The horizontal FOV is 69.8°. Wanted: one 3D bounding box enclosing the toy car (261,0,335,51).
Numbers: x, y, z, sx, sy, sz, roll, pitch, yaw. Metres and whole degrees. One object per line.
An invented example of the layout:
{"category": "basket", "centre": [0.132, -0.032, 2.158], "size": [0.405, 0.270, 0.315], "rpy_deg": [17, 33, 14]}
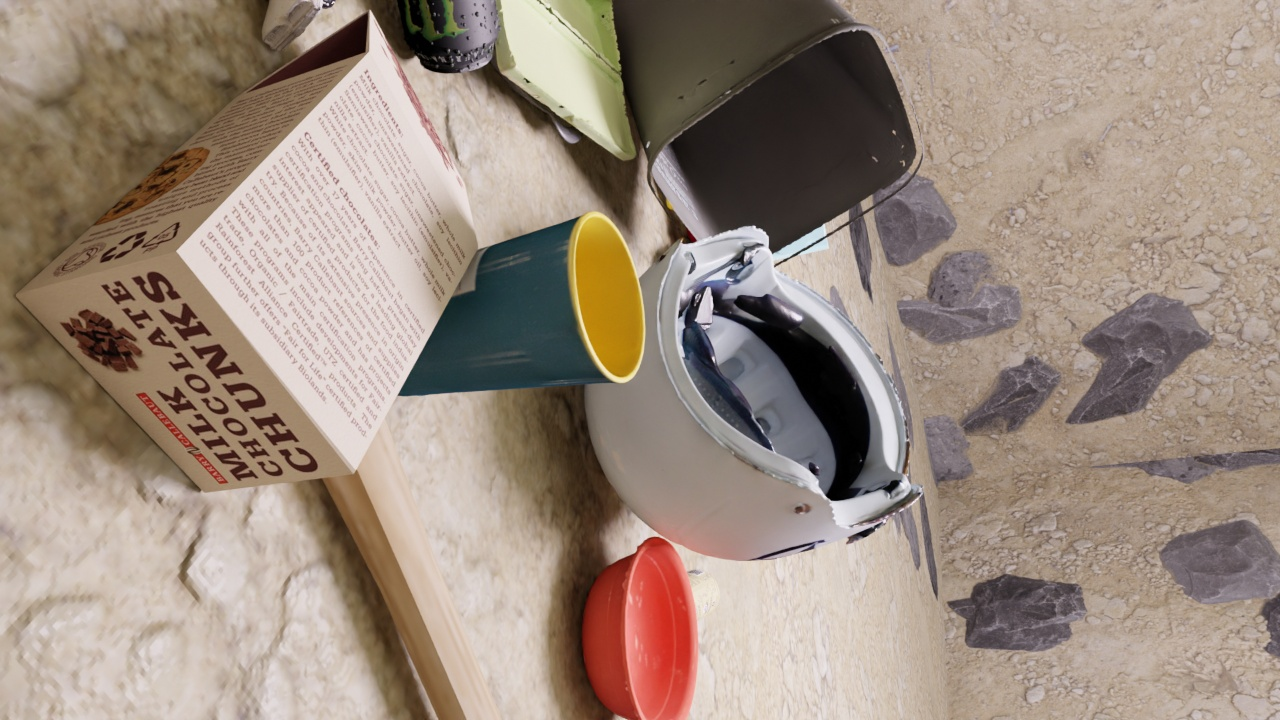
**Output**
{"category": "toy car", "centre": [-0.154, -0.196, 0.412], "size": [0.039, 0.039, 0.113], "rpy_deg": [26, 56, -39]}

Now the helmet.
{"category": "helmet", "centre": [0.070, 0.040, 0.666], "size": [0.263, 0.164, 0.236], "rpy_deg": [-10, 66, -52]}

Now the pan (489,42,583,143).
{"category": "pan", "centre": [-0.103, -0.316, 0.600], "size": [0.215, 0.024, 0.355], "rpy_deg": [-56, 134, -60]}

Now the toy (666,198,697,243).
{"category": "toy", "centre": [0.069, -0.129, 0.896], "size": [0.105, 0.067, 0.137], "rpy_deg": [-124, -168, -55]}

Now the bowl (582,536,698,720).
{"category": "bowl", "centre": [-0.004, 0.185, 0.616], "size": [0.130, 0.045, 0.130], "rpy_deg": [-9, 90, -68]}

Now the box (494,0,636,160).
{"category": "box", "centre": [-0.054, -0.220, 0.614], "size": [0.187, 0.024, 0.137], "rpy_deg": [8, 68, -68]}

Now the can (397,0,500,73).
{"category": "can", "centre": [-0.105, -0.221, 0.470], "size": [0.053, 0.054, 0.138], "rpy_deg": [-75, 168, -46]}

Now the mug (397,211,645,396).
{"category": "mug", "centre": [-0.068, -0.020, 0.434], "size": [0.078, 0.121, 0.078], "rpy_deg": [-8, 90, -69]}

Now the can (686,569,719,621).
{"category": "can", "centre": [0.032, 0.188, 0.716], "size": [0.079, 0.038, 0.038], "rpy_deg": [8, 74, -68]}

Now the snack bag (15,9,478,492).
{"category": "snack bag", "centre": [-0.127, -0.059, 0.373], "size": [0.205, 0.070, 0.094], "rpy_deg": [-75, 148, -47]}

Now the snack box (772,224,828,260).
{"category": "snack box", "centre": [0.130, -0.137, 0.955], "size": [0.174, 0.075, 0.053], "rpy_deg": [-130, -151, -78]}

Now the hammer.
{"category": "hammer", "centre": [-0.085, 0.156, 0.430], "size": [0.117, 0.051, 0.323], "rpy_deg": [-50, 125, -63]}

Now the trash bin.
{"category": "trash bin", "centre": [0.084, -0.229, 0.762], "size": [0.197, 0.198, 0.220], "rpy_deg": [42, 22, -52]}
